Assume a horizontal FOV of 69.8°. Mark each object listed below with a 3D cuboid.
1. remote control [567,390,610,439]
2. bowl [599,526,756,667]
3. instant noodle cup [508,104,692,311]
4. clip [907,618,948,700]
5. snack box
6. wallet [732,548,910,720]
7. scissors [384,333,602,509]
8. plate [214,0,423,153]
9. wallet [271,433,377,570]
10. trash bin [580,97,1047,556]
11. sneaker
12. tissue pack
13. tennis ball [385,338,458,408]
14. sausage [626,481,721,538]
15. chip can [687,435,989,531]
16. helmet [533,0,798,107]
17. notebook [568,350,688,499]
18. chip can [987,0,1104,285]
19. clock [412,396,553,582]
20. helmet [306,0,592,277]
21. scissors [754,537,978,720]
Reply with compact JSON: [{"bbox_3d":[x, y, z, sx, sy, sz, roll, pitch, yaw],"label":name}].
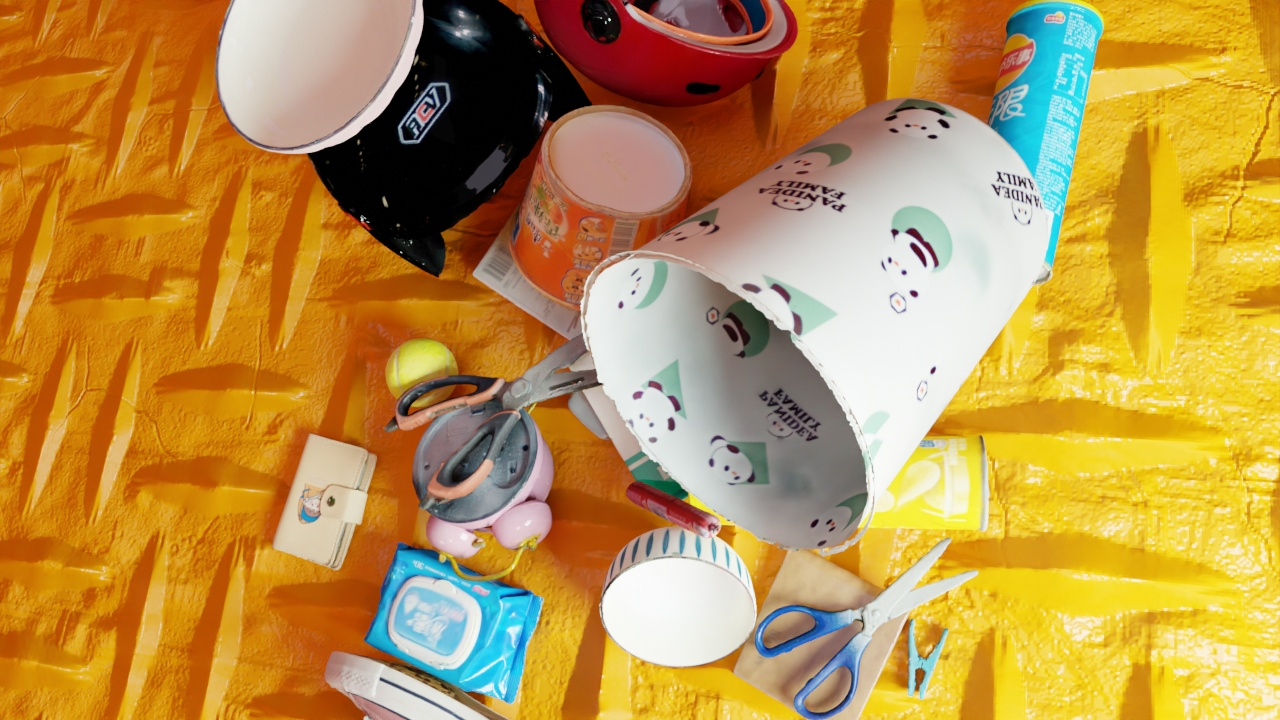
[{"bbox_3d":[-0.005,0.005,0.799,0.056,0.020,0.136,41,94,24],"label":"remote control"},{"bbox_3d":[0.029,0.172,0.706,0.117,0.116,0.066,-18,28,15],"label":"bowl"},{"bbox_3d":[-0.028,-0.129,0.759,0.151,0.112,0.151,7,57,-11],"label":"instant noodle cup"},{"bbox_3d":[0.205,0.219,0.670,0.037,0.013,0.055,12,78,23],"label":"clip"},{"bbox_3d":[-0.074,-0.075,0.843,0.157,0.027,0.084,33,88,24],"label":"snack box"},{"bbox_3d":[0.136,0.212,0.695,0.101,0.020,0.115,24,88,25],"label":"wallet"},{"bbox_3d":[-0.119,0.038,0.772,0.189,0.015,0.223,21,71,30],"label":"scissors"},{"bbox_3d":[-0.239,-0.244,0.698,0.193,0.039,0.192,-5,78,23],"label":"plate"},{"bbox_3d":[-0.299,0.134,0.872,0.087,0.024,0.115,12,79,21],"label":"wallet"},{"bbox_3d":[0.127,-0.039,0.621,0.229,0.230,0.251,36,59,24],"label":"trash bin"},{"bbox_3d":[-0.170,0.307,0.733,0.241,0.118,0.087,16,72,27],"label":"sneaker"},{"bbox_3d":[-0.161,0.222,0.781,0.157,0.052,0.095,16,82,23],"label":"tissue pack"},{"bbox_3d":[-0.201,0.012,0.845,0.065,0.065,0.065,-5,74,19],"label":"tennis ball"},{"bbox_3d":[0.023,0.113,0.696,0.156,0.020,0.020,9,74,66],"label":"sausage"},{"bbox_3d":[0.145,0.092,0.689,0.214,0.072,0.072,-1,75,17],"label":"chip can"},{"bbox_3d":[0.009,-0.304,0.802,0.206,0.144,0.240,-33,79,-37],"label":"helmet"},{"bbox_3d":[0.062,0.012,0.760,0.209,0.012,0.150,-33,82,9],"label":"notebook"},{"bbox_3d":[0.300,-0.167,0.708,0.071,0.071,0.210,12,81,22],"label":"chip can"},{"bbox_3d":[-0.131,0.110,0.783,0.117,0.060,0.158,-12,59,15],"label":"clock"},{"bbox_3d":[-0.188,-0.220,0.815,0.233,0.230,0.274,-48,27,3],"label":"helmet"},{"bbox_3d":[0.158,0.185,0.675,0.144,0.012,0.170,21,87,24],"label":"scissors"}]
